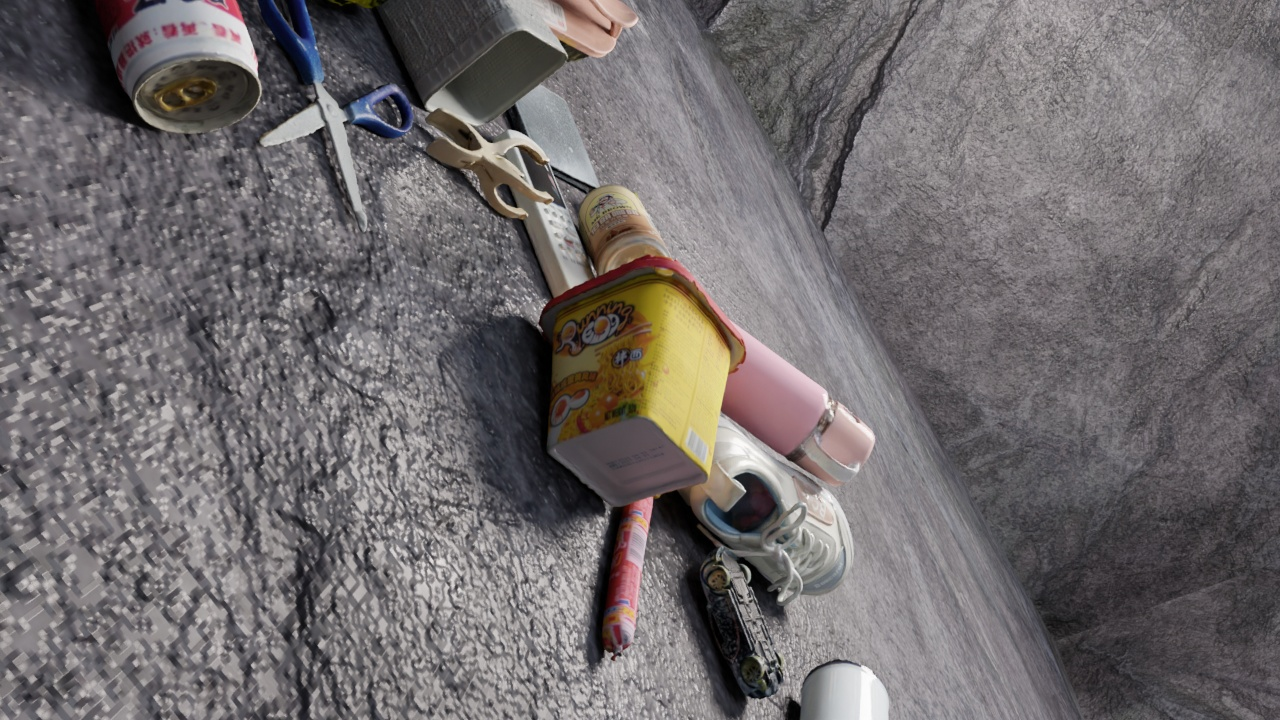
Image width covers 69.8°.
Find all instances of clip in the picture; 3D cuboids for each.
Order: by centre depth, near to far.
[{"bbox_3d":[-0.101,-0.125,0.630,0.104,0.035,0.084,-1,72,-59],"label":"clip"}]

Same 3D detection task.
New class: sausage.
[{"bbox_3d":[-0.007,0.120,0.552,0.020,0.020,0.155,55,20,-20],"label":"sausage"}]

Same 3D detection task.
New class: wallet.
[{"bbox_3d":[-0.082,-0.204,0.814,0.120,0.019,0.097,8,56,-65],"label":"wallet"}]

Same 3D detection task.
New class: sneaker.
[{"bbox_3d":[0.111,0.132,0.717,0.242,0.089,0.090,43,6,-36],"label":"sneaker"}]

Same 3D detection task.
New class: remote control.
[{"bbox_3d":[-0.070,-0.108,0.705,0.058,0.021,0.150,15,51,-65],"label":"remote control"}]

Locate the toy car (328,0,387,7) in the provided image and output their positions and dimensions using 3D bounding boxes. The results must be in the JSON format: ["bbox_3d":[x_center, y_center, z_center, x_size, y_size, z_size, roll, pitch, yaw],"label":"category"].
[{"bbox_3d":[-0.191,-0.242,0.559,0.048,0.032,0.105,60,16,-4],"label":"toy car"}]

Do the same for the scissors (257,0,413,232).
[{"bbox_3d":[-0.172,-0.147,0.510,0.175,0.012,0.162,63,19,2],"label":"scissors"}]

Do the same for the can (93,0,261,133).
[{"bbox_3d":[-0.204,-0.165,0.387,0.053,0.053,0.132,9,54,-66],"label":"can"}]

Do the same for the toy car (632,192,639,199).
[{"bbox_3d":[-0.017,-0.131,0.850,0.042,0.035,0.090,61,19,4],"label":"toy car"}]

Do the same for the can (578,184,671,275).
[{"bbox_3d":[-0.015,-0.096,0.742,0.058,0.058,0.116,49,10,-33],"label":"can"}]

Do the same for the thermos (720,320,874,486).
[{"bbox_3d":[0.095,0.028,0.738,0.198,0.067,0.087,37,20,-2],"label":"thermos"}]

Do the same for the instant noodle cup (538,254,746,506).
[{"bbox_3d":[-0.002,0.017,0.586,0.116,0.116,0.123,46,36,-37],"label":"instant noodle cup"}]

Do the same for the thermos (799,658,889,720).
[{"bbox_3d":[0.131,0.291,0.604,0.073,0.073,0.223,59,20,-6],"label":"thermos"}]

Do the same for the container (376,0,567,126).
[{"bbox_3d":[-0.127,-0.243,0.648,0.114,0.090,0.090,60,18,6],"label":"container"}]

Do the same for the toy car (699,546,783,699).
[{"bbox_3d":[0.068,0.182,0.639,0.049,0.031,0.105,24,43,-62],"label":"toy car"}]

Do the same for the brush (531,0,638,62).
[{"bbox_3d":[-0.068,-0.290,0.747,0.145,0.073,0.063,10,64,-49],"label":"brush"}]

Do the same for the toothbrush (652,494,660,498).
[{"bbox_3d":[0.000,0.020,0.686,0.016,0.018,0.191,38,35,-42],"label":"toothbrush"}]
